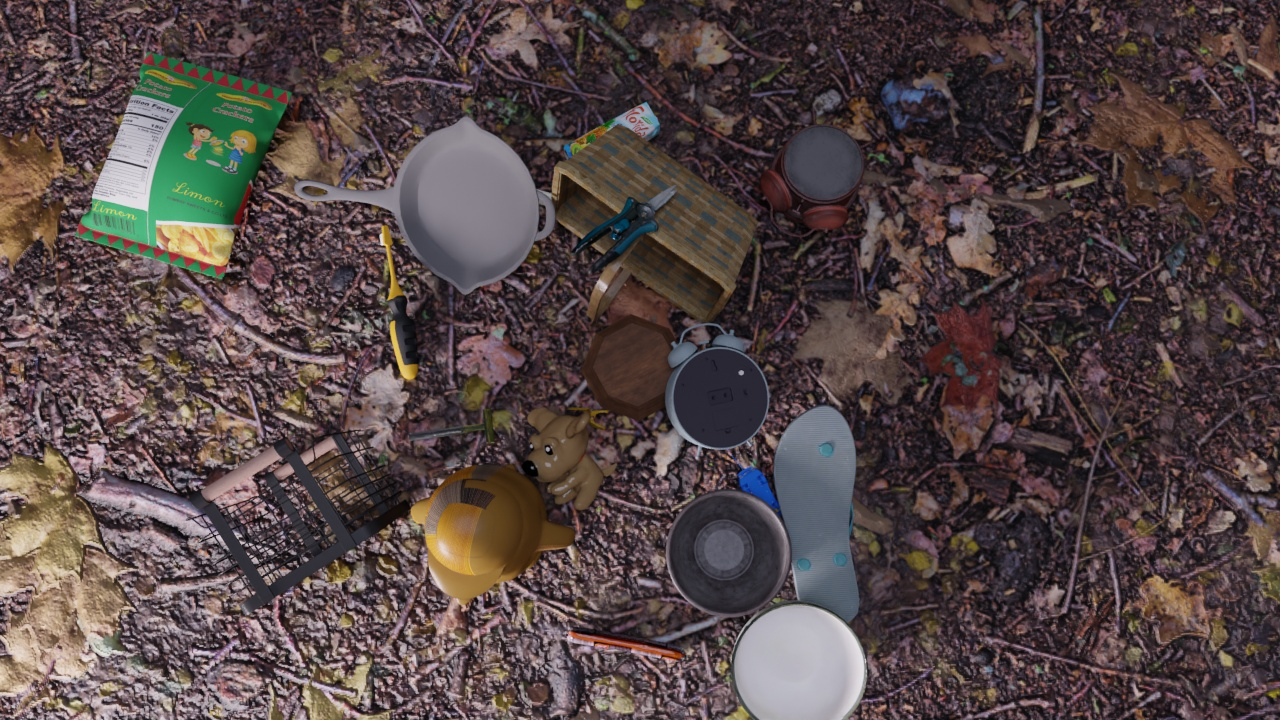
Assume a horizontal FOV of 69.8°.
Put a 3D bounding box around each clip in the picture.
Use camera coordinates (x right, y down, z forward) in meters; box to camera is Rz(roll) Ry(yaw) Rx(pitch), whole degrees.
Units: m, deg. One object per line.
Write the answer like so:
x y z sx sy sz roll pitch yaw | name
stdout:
-0.063 0.076 1.129 0.047 0.053 0.039 16 79 -29 | clip

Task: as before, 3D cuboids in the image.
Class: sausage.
-0.017 0.339 1.098 0.155 0.020 0.020 10 81 1 | sausage

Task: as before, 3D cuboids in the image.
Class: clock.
0.089 0.034 1.116 0.122 0.045 0.159 -12 88 -14 | clock
0.217 -0.225 1.156 0.120 0.072 0.157 28 82 4 | clock

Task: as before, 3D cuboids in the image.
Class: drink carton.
-0.035 -0.284 1.181 0.129 0.038 0.044 -29 83 -4 | drink carton

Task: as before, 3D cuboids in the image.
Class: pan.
-0.273 -0.199 1.153 0.355 0.024 0.217 8 108 13 | pan

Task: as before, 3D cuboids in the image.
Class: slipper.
0.211 0.187 1.112 0.098 0.054 0.269 -3 93 2 | slipper

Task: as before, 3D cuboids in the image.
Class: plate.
-0.007 0.006 1.144 0.131 0.025 0.131 0 81 0 | plate

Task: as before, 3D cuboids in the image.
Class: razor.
-0.234 0.088 1.135 0.106 0.026 0.042 -8 84 3 | razor

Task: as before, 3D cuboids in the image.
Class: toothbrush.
-0.304 -0.073 1.149 0.031 0.031 0.196 -14 84 40 | toothbrush

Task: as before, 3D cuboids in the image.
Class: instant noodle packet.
-0.570 -0.246 1.148 0.195 0.090 0.252 16 82 3 | instant noodle packet

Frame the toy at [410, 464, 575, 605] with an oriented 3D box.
-0.177 0.192 1.026 0.198 0.203 0.162 9 82 1 | toy

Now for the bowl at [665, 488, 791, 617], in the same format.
0.102 0.226 1.090 0.145 0.067 0.145 0 82 0 | bowl

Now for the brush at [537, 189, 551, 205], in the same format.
-0.143 -0.214 1.185 0.218 0.012 0.033 16 81 3 | brush

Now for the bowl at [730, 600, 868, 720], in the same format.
0.180 0.349 1.064 0.153 0.073 0.153 0 90 2 | bowl

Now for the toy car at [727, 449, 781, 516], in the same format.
0.135 0.151 1.130 0.033 0.062 0.092 -31 112 -4 | toy car

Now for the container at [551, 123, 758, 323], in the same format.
-0.004 -0.134 1.094 0.250 0.158 0.186 36 75 2 | container

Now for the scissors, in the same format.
-0.019 -0.152 1.007 0.137 0.019 0.129 4 72 -10 | scissors

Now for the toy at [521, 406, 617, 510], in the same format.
-0.088 0.118 1.099 0.105 0.134 0.108 -38 111 -27 | toy

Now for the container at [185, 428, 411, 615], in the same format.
-0.373 0.163 1.019 0.162 0.241 0.130 -32 91 -5 | container
